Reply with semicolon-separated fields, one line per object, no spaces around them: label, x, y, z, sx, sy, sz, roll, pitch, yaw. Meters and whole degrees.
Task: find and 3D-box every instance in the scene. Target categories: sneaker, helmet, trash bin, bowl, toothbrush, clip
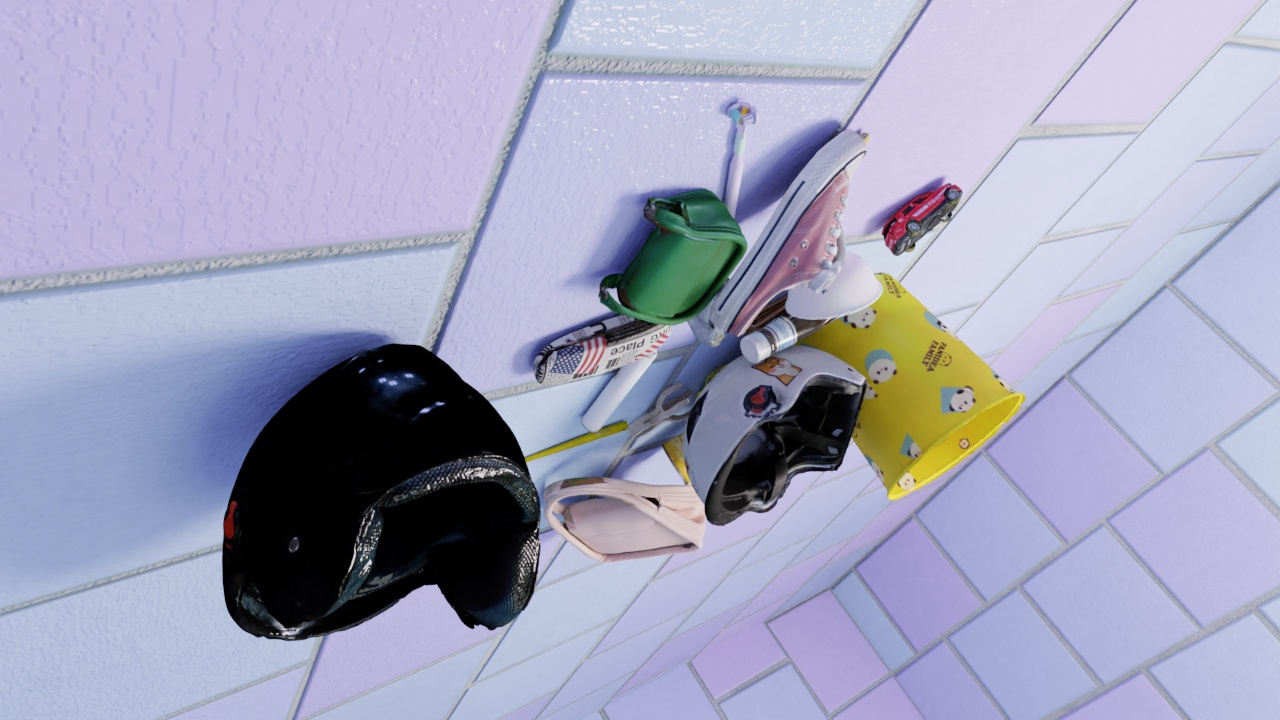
sneaker;0.168;-0.118;0.931;0.241;0.088;0.118;-56;173;0
helmet;-0.221;0.123;0.769;0.275;0.230;0.233;-34;148;21
trash bin;0.368;0.028;1.307;0.229;0.255;0.230;-28;155;-15
bowl;0.226;-0.104;1.105;0.118;0.118;0.065;-26;115;-19
toothbrush;-0.093;0.112;1.161;0.189;0.016;0.016;-18;151;-33
toothbrush;0.090;-0.174;0.878;0.189;0.029;0.021;90;21;-62
helmet;0.156;0.076;1.195;0.273;0.157;0.230;-28;144;-17
toothbrush;-0.006;0.006;1.069;0.026;0.026;0.222;25;126;-18
clip;0.031;0.064;1.217;0.102;0.035;0.095;-22;158;-11

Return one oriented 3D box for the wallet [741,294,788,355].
wallet;0.185;-0.053;1.219;0.115;0.020;0.101;-32;157;-13

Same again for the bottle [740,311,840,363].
bottle;0.209;-0.052;1.157;0.194;0.044;0.080;-28;180;-25

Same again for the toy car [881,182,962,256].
toy car;0.358;-0.184;1.169;0.120;0.045;0.053;-36;158;-14

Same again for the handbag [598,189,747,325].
handbag;0.030;-0.100;0.887;0.120;0.068;0.132;0;140;-41

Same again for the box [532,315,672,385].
box;-0.040;-0.017;0.977;0.164;0.052;0.069;-19;138;-27

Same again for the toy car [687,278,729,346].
toy car;0.075;-0.059;1.023;0.036;0.054;0.121;-29;156;-21

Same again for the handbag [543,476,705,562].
handbag;-0.037;0.211;1.288;0.194;0.093;0.234;-16;150;30

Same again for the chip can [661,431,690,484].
chip can;0.139;0.098;1.332;0.213;0.072;0.072;-32;156;2

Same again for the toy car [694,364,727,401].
toy car;0.101;0.046;1.274;0.048;0.032;0.105;-13;136;-39

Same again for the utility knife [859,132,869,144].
utility knife;0.211;-0.189;1.009;0.033;0.015;0.157;-25;154;-35
